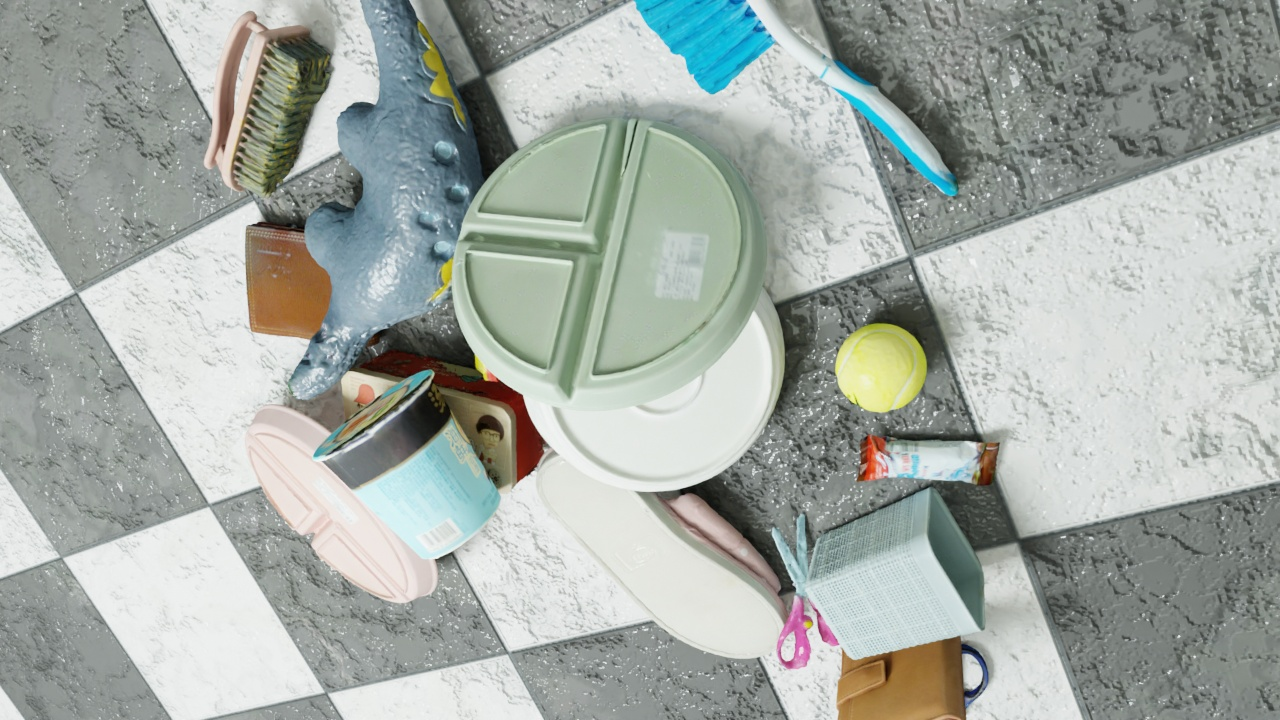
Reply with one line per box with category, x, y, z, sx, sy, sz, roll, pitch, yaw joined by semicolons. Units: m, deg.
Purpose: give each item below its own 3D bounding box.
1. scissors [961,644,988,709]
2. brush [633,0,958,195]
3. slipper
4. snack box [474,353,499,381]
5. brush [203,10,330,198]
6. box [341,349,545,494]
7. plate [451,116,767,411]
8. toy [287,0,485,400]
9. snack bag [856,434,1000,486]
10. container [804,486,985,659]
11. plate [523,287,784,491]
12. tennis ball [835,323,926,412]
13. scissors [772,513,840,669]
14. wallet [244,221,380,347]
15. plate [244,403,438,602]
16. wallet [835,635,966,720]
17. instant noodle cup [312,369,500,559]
scissors;0.267;0.316;0.808;0.176;0.012;0.163;20;116;8
brush;0.087;-0.213;0.624;0.110;0.060;0.314;-33;102;22
slipper;0.023;0.160;0.792;0.274;0.054;0.114;42;122;-14
snack box;-0.088;-0.031;0.736;0.080;0.081;0.091;4;112;4
brush;-0.309;-0.201;0.741;0.073;0.063;0.146;31;119;-2
box;-0.166;0.046;0.801;0.168;0.076;0.091;12;116;19
plate;-0.027;-0.077;0.644;0.230;0.027;0.229;-4;70;10
toy;-0.193;-0.115;0.718;0.138;0.091;0.357;19;110;-4
snack bag;0.223;0.079;0.715;0.104;0.026;0.048;4;125;16
container;0.199;0.172;0.727;0.112;0.089;0.090;-28;101;27
plate;0.012;0.006;0.693;0.205;0.045;0.205;-1;102;-5
tennis ball;0.177;0.005;0.676;0.065;0.065;0.065;6;113;14
scissors;0.147;0.193;0.783;0.093;0.017;0.137;-3;94;-24
wallet;-0.289;-0.067;0.809;0.125;0.032;0.101;8;111;13
plate;-0.279;0.138;0.837;0.230;0.028;0.230;25;139;24
wallet;0.207;0.257;0.735;0.108;0.131;0.031;-30;103;27
instant noodle cup;-0.174;0.087;0.723;0.111;0.111;0.120;-27;108;25
